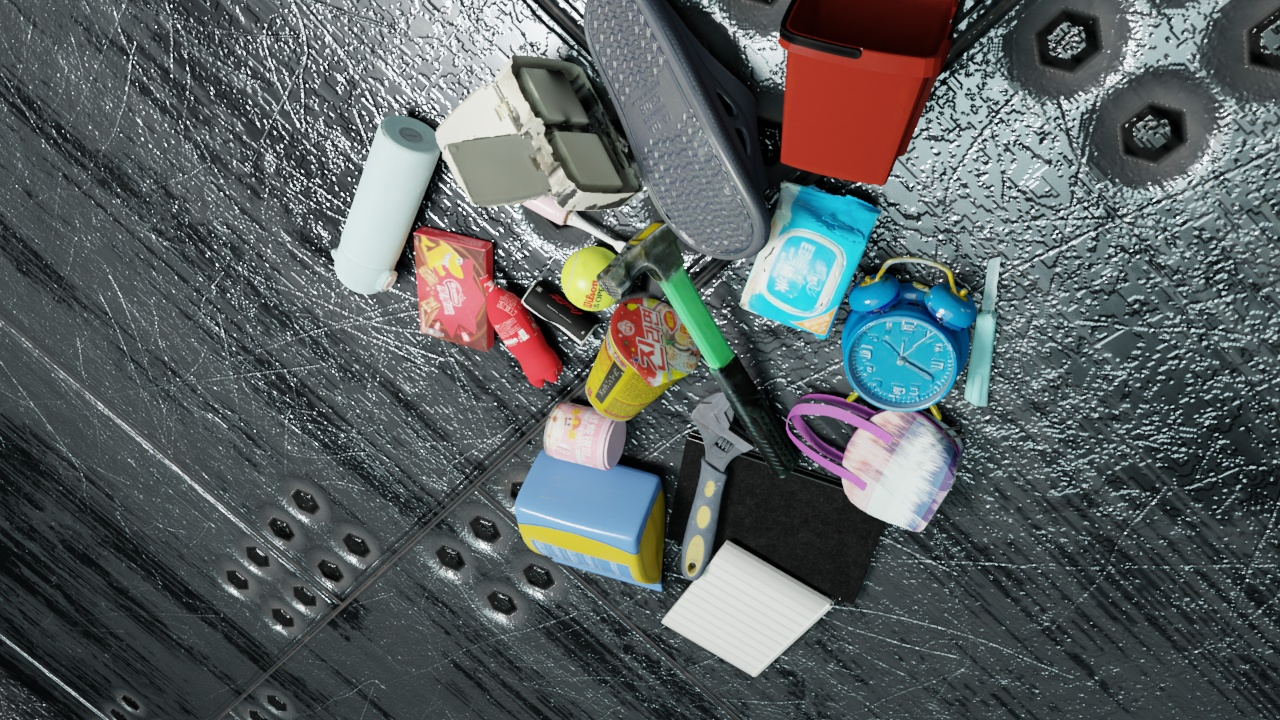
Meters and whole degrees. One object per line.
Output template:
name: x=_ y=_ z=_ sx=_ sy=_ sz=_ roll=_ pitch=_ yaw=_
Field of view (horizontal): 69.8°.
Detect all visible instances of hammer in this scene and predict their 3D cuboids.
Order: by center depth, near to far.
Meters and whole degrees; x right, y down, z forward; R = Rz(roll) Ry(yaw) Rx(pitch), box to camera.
hammer: x=0.082 y=-0.002 z=0.912 sx=0.032 sy=0.130 sz=0.319 roll=12 pitch=142 yaw=52

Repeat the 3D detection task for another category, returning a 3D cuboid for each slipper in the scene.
slipper: x=0.043 y=-0.213 z=0.805 sx=0.111 sy=0.083 sz=0.268 roll=-25 pitch=92 yaw=53

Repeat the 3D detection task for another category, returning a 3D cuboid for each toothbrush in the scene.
toothbrush: x=-0.100 y=-0.161 z=0.927 sx=0.222 sy=0.026 sz=0.027 roll=30 pitch=100 yaw=3

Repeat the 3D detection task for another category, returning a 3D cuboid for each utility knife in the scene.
utility knife: x=0.315 y=-0.023 z=0.840 sx=0.022 sy=0.015 sz=0.158 roll=7 pitch=126 yaw=19

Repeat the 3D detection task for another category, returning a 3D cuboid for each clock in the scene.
clock: x=0.243 y=-0.024 z=0.844 sx=0.117 sy=0.060 sz=0.162 roll=10 pitch=123 yaw=18

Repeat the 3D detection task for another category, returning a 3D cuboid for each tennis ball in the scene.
tennis ball: x=-0.048 y=-0.083 z=0.930 sx=0.065 sy=0.065 sz=0.065 roll=12 pitch=125 yaw=17

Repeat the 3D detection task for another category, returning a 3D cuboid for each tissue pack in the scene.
tissue pack: x=0.151 y=-0.091 z=0.839 sx=0.093 sy=0.061 sz=0.145 roll=22 pitch=127 yaw=10

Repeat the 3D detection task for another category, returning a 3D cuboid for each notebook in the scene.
notebook: x=0.150 y=0.185 z=1.049 sx=0.231 sy=0.019 sz=0.169 roll=17 pitch=125 yaw=13
notebook: x=0.126 y=0.312 z=1.132 sx=0.142 sy=0.009 sz=0.210 roll=30 pitch=134 yaw=2

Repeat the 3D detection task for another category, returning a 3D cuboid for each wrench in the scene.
wrench: x=0.077 y=0.147 z=1.032 sx=0.073 sy=0.022 sz=0.274 roll=17 pitch=124 yaw=12

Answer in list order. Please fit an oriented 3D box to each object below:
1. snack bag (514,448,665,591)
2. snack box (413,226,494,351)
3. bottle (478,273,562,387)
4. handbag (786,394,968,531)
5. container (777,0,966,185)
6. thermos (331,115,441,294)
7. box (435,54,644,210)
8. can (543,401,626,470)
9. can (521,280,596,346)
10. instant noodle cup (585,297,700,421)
snack bag: x=-0.052 y=0.212 z=1.115 sx=0.159 sy=0.102 sz=0.206 roll=12 pitch=142 yaw=16
snack box: x=-0.208 y=-0.080 z=1.031 sx=0.089 sy=0.021 sz=0.133 roll=15 pitch=126 yaw=14
bottle: x=-0.135 y=-0.034 z=1.012 sx=0.042 sy=0.041 sz=0.141 roll=-17 pitch=117 yaw=31
handbag: x=0.230 y=0.089 z=0.930 sx=0.170 sy=0.067 sz=0.145 roll=27 pitch=129 yaw=14
container: x=0.173 y=-0.248 z=0.673 sx=0.127 sy=0.147 sz=0.201 roll=16 pitch=135 yaw=12
thermos: x=-0.274 y=-0.159 z=0.980 sx=0.078 sy=0.065 sz=0.207 roll=39 pitch=128 yaw=5
box: x=-0.104 y=-0.182 z=0.808 sx=0.101 sy=0.186 sz=0.145 roll=-41 pitch=70 yaw=52
can: x=-0.062 y=0.086 z=1.046 sx=0.076 sy=0.067 sz=0.067 roll=11 pitch=125 yaw=18
can: x=-0.088 y=-0.050 z=0.990 sx=0.080 sy=0.031 sz=0.032 roll=36 pitch=128 yaw=-2
instant noodle cup: x=-0.006 y=0.005 z=0.961 sx=0.100 sy=0.100 sz=0.113 roll=35 pitch=139 yaw=-1
